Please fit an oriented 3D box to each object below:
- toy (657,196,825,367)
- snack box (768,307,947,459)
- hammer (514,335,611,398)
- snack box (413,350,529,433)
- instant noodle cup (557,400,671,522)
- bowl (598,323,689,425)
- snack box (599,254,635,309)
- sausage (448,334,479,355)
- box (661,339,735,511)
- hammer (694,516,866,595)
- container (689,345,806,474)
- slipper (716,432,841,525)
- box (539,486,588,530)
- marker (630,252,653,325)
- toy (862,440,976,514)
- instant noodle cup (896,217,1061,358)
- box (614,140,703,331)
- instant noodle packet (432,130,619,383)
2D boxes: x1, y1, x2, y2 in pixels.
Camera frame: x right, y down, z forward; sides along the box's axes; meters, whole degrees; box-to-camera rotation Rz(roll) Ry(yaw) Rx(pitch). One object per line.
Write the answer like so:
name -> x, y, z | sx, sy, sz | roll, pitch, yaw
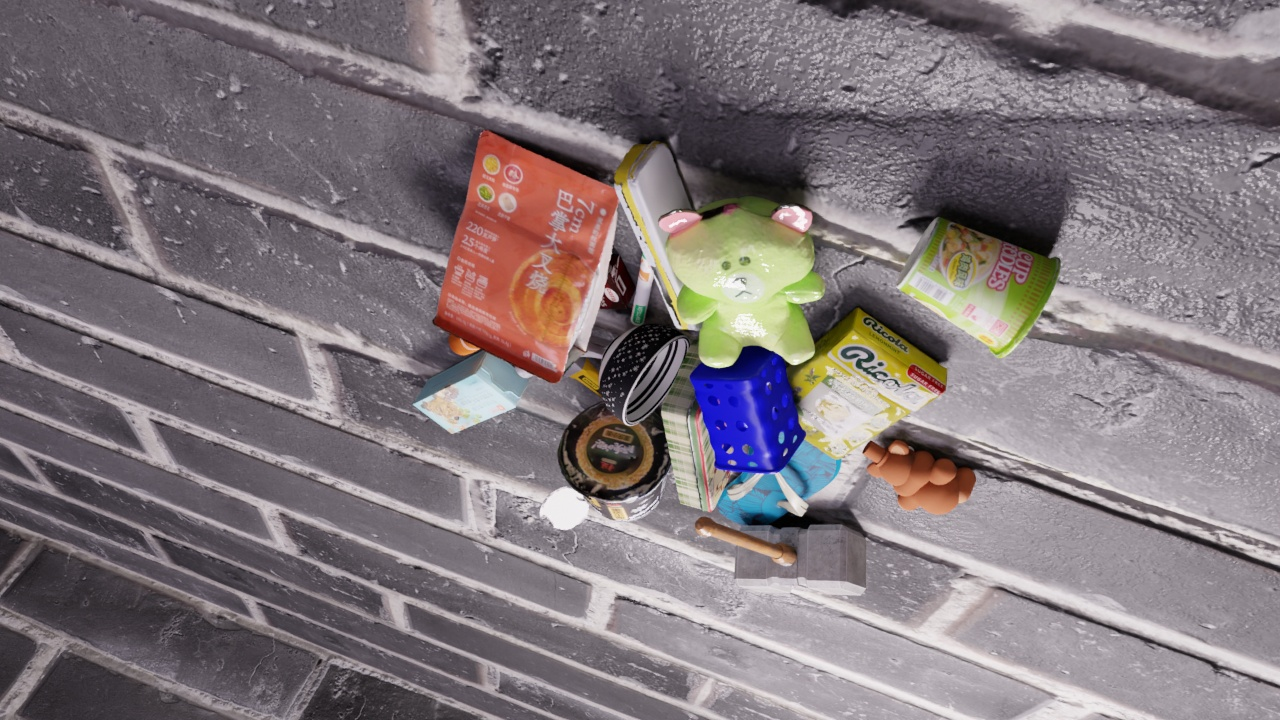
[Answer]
toy -> 0.100, -0.083, 0.874 | 0.150, 0.107, 0.197 | -5, 130, 6
snack box -> 0.220, 0.034, 0.986 | 0.121, 0.045, 0.181 | 34, 138, -10
hammer -> -0.002, 0.069, 1.169 | 0.127, 0.029, 0.323 | -26, 127, 38
snack box -> -0.234, 0.044, 1.262 | 0.075, 0.053, 0.175 | 41, 142, -24
instant noodle cup -> -0.024, 0.134, 1.136 | 0.137, 0.137, 0.112 | 13, 152, 14
bowl -> -0.006, 0.006, 1.040 | 0.066, 0.119, 0.120 | 35, 148, 20
snack box -> -0.081, -0.086, 1.026 | 0.141, 0.031, 0.051 | 1, 139, 28
sausage -> -0.195, -0.035, 1.125 | 0.039, 0.044, 0.165 | 59, 152, -9
box -> 0.076, 0.081, 1.084 | 0.051, 0.117, 0.206 | 11, 141, 20
hammer -> 0.153, 0.236, 1.164 | 0.163, 0.082, 0.317 | -8, 157, 33
container -> 0.114, 0.048, 0.973 | 0.085, 0.084, 0.114 | 0, 119, 37
slipper -> 0.172, 0.167, 1.188 | 0.118, 0.060, 0.296 | 21, 146, -3
box -> -0.051, 0.171, 1.245 | 0.126, 0.155, 0.084 | 8, 139, 38
marker -> 0.006, -0.088, 0.988 | 0.017, 0.017, 0.146 | 20, 145, 5
toy -> 0.319, 0.130, 1.070 | 0.127, 0.065, 0.095 | 33, 137, 2
instant noodle cup -> 0.288, -0.070, 0.797 | 0.108, 0.098, 0.099 | 29, 145, 5
box -> 0.032, -0.116, 0.899 | 0.037, 0.064, 0.210 | 8, 142, 31
instant noodle packet -> -0.118, -0.109, 0.953 | 0.164, 0.083, 0.221 | 26, 127, 13
